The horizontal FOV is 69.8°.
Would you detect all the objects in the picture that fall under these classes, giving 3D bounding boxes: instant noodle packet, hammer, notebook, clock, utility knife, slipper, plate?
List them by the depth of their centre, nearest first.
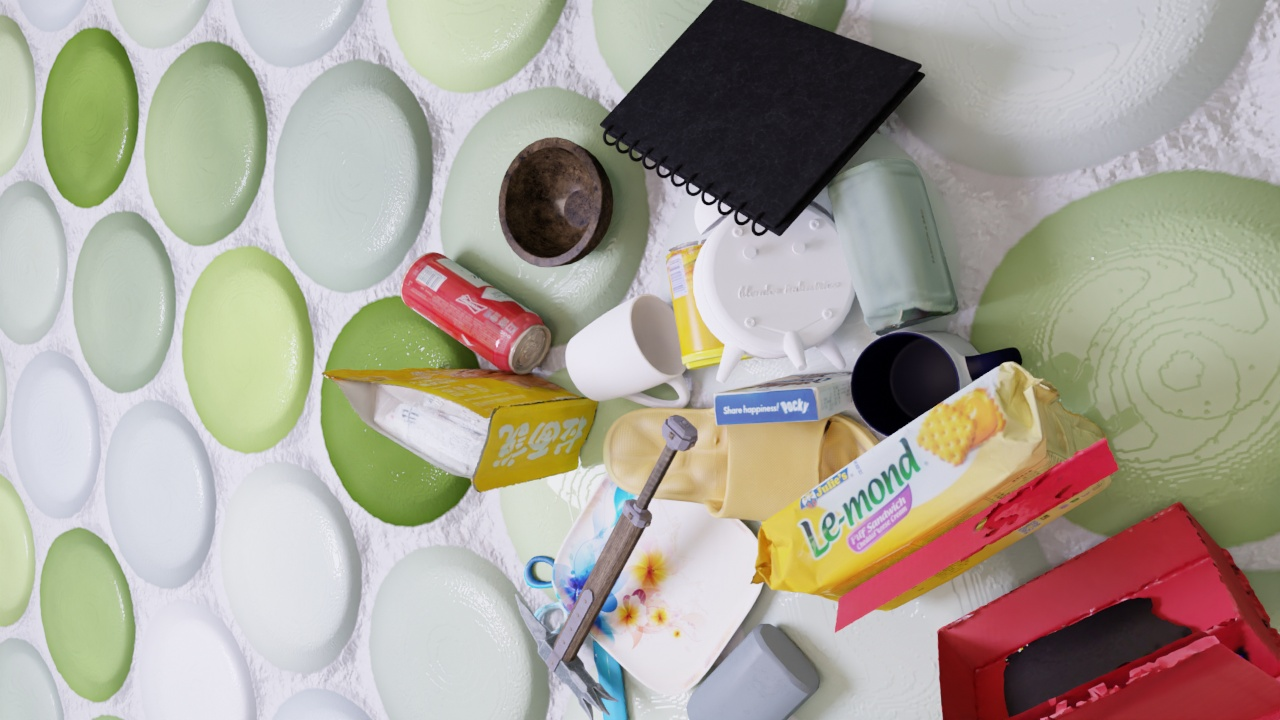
[{"bbox_3d":[0.108,-0.069,0.736,0.125,0.073,0.161,-6,85,-7],"label":"clock"},{"bbox_3d":[0.083,-0.204,0.738,0.169,0.019,0.231,-48,49,-1],"label":"notebook"},{"bbox_3d":[0.080,0.085,0.784,0.264,0.078,0.099,3,84,27],"label":"slipper"},{"bbox_3d":[-0.026,0.172,0.824,0.147,0.028,0.318,43,123,28],"label":"hammer"},{"bbox_3d":[0.015,0.197,0.862,0.187,0.016,0.187,37,105,24],"label":"plate"},{"bbox_3d":[-0.179,0.044,0.896,0.222,0.162,0.084,19,103,30],"label":"instant noodle packet"},{"bbox_3d":[-0.025,0.366,0.901,0.031,0.015,0.209,-9,84,32],"label":"utility knife"}]

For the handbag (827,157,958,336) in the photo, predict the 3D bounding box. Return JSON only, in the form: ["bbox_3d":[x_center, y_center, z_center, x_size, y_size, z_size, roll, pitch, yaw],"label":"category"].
[{"bbox_3d":[0.194,-0.083,0.698,0.067,0.106,0.121,-17,83,28],"label":"handbag"}]

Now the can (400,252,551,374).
[{"bbox_3d":[-0.171,-0.049,0.943,0.170,0.067,0.067,32,108,27],"label":"can"}]

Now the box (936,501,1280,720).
[{"bbox_3d":[0.268,0.210,0.547,0.212,0.314,0.124,-40,75,27],"label":"box"}]

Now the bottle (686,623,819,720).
[{"bbox_3d":[0.082,0.312,0.815,0.072,0.046,0.161,46,113,22],"label":"bottle"}]

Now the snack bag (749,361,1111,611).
[{"bbox_3d":[0.211,0.107,0.659,0.248,0.159,0.068,-40,51,26],"label":"snack bag"}]

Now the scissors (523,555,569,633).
[{"bbox_3d":[-0.064,0.219,0.922,0.141,0.014,0.090,-31,70,28],"label":"scissors"}]

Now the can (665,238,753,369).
[{"bbox_3d":[0.062,-0.049,0.801,0.068,0.067,0.105,-12,85,31],"label":"can"}]

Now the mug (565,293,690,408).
[{"bbox_3d":[-0.005,0.005,0.847,0.088,0.080,0.114,-25,110,36],"label":"mug"}]

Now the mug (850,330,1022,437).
[{"bbox_3d":[0.226,0.012,0.686,0.112,0.096,0.078,-19,82,30],"label":"mug"}]

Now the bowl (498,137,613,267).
[{"bbox_3d":[-0.073,-0.149,0.885,0.121,0.056,0.121,1,93,31],"label":"bowl"}]

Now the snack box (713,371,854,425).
[{"bbox_3d":[0.126,0.027,0.716,0.082,0.149,0.026,-4,93,32],"label":"snack box"}]
